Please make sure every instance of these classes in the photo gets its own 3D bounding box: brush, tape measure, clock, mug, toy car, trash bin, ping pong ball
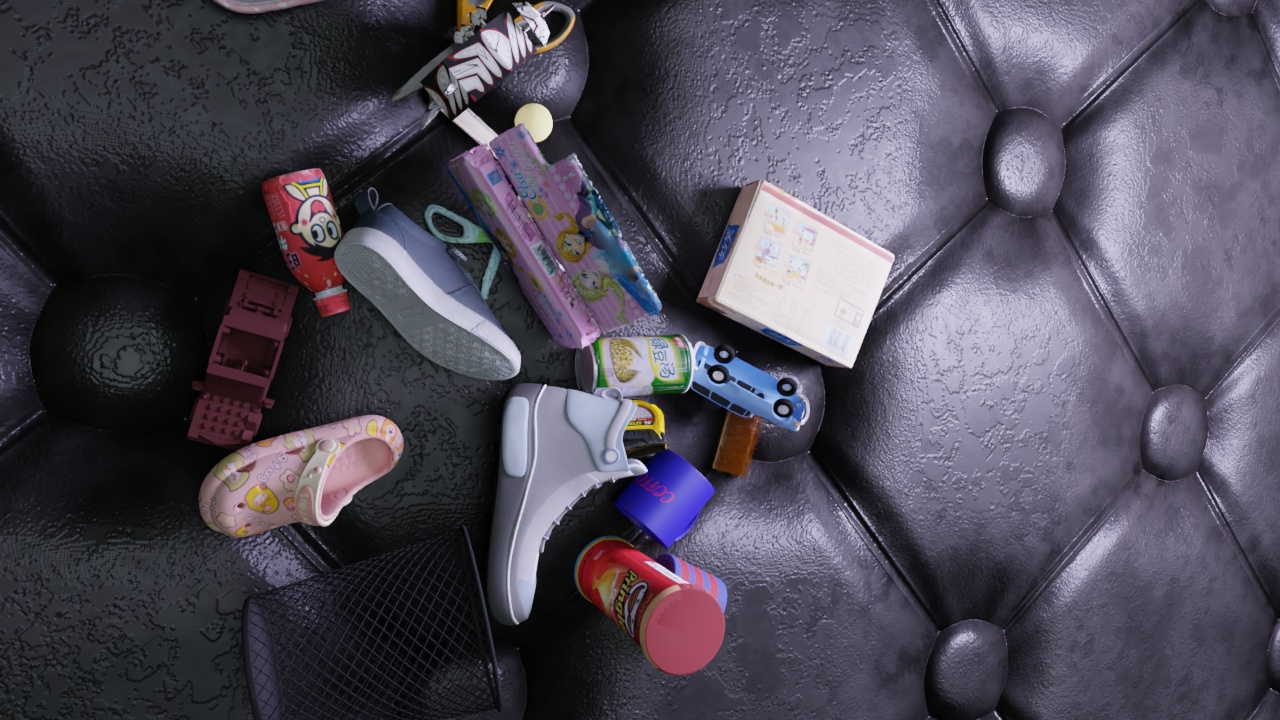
[{"bbox_3d":[-0.135,-0.211,0.972,0.217,0.012,0.033,41,76,-13],"label":"brush"},{"bbox_3d":[-0.006,0.076,1.030,0.065,0.037,0.064,-10,59,-7],"label":"tape measure"},{"bbox_3d":[0.124,0.075,1.104,0.048,0.017,0.126,17,87,-22],"label":"brush"},{"bbox_3d":[-0.148,-0.306,0.895,0.154,0.115,0.065,-45,109,-16],"label":"clock"},{"bbox_3d":[0.033,0.164,1.049,0.083,0.079,0.111,-49,137,-12],"label":"mug"},{"bbox_3d":[-0.376,0.002,0.871,0.070,0.062,0.169,18,87,-22],"label":"toy car"},{"bbox_3d":[-0.257,0.273,0.884,0.210,0.184,0.184,-11,98,-16],"label":"trash bin"},{"bbox_3d":[0.036,0.286,1.062,0.076,0.075,0.112,30,109,-21],"label":"mug"},{"bbox_3d":[0.123,0.034,1.062,0.153,0.056,0.055,27,126,-4],"label":"toy car"},{"bbox_3d":[-0.113,-0.252,0.972,0.040,0.040,0.040,-2,94,-22],"label":"ping pong ball"}]

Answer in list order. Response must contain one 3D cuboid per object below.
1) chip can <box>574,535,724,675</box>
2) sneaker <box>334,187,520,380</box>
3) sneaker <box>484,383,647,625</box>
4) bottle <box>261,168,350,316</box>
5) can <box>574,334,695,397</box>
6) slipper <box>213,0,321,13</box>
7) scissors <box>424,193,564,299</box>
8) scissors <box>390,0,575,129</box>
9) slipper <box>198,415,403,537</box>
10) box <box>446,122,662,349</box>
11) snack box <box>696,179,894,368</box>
[{"bbox_3d":[0.002,0.249,0.961,0.087,0.214,0.087,-2,94,-22],"label":"chip can"},{"bbox_3d":[-0.205,-0.071,0.927,0.235,0.089,0.087,48,43,-34],"label":"sneaker"},{"bbox_3d":[-0.077,0.154,0.966,0.160,0.093,0.256,3,93,-2],"label":"sneaker"},{"bbox_3d":[-0.316,-0.112,0.888,0.061,0.062,0.137,-20,101,-20],"label":"bottle"},{"bbox_3d":[-0.006,0.006,1.020,0.120,0.067,0.067,-3,95,-22],"label":"can"},{"bbox_3d":[-0.290,-0.407,0.881,0.274,0.054,0.114,-27,104,-18],"label":"slipper"},{"bbox_3d":[-0.148,-0.130,0.983,0.172,0.021,0.171,23,82,-26],"label":"scissors"},{"bbox_3d":[-0.161,-0.329,0.958,0.175,0.016,0.225,26,83,-22],"label":"scissors"},{"bbox_3d":[-0.317,0.117,0.882,0.197,0.081,0.093,-23,133,-23],"label":"slipper"},{"bbox_3d":[-0.095,-0.117,0.918,0.061,0.161,0.230,-46,113,-37],"label":"box"},{"bbox_3d":[0.187,-0.099,1.097,0.207,0.055,0.153,24,85,-22],"label":"snack box"}]
